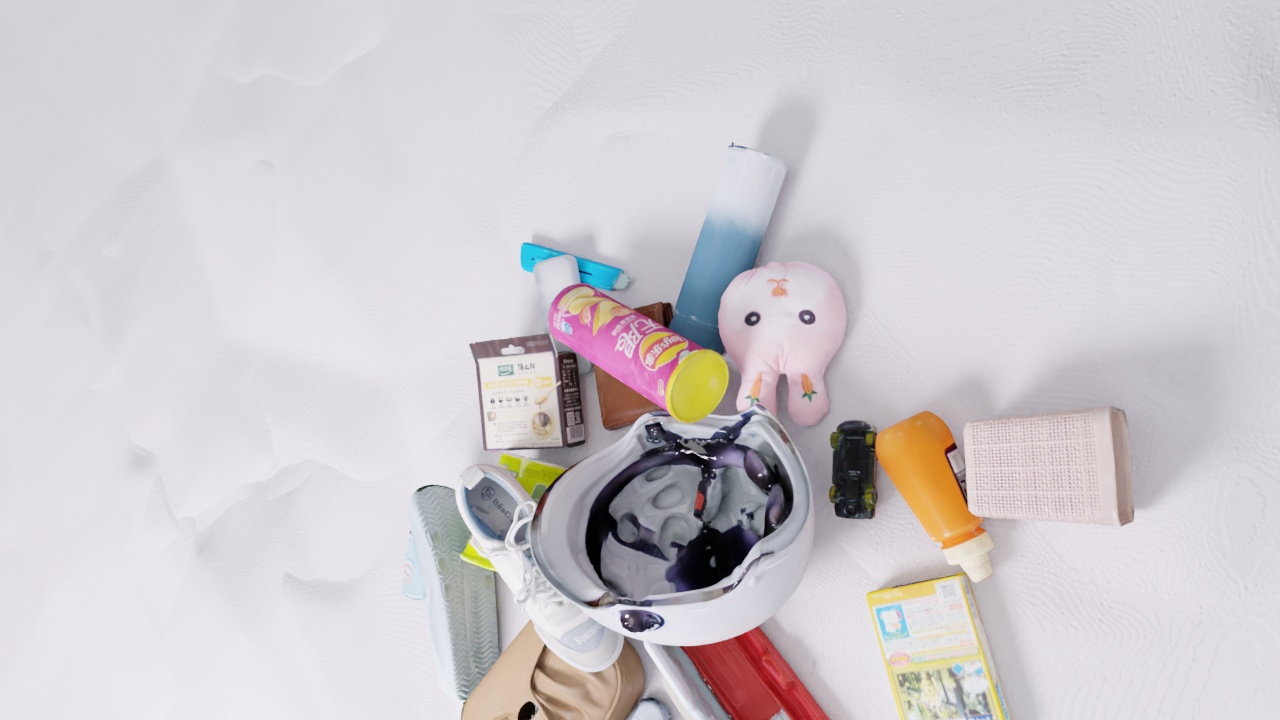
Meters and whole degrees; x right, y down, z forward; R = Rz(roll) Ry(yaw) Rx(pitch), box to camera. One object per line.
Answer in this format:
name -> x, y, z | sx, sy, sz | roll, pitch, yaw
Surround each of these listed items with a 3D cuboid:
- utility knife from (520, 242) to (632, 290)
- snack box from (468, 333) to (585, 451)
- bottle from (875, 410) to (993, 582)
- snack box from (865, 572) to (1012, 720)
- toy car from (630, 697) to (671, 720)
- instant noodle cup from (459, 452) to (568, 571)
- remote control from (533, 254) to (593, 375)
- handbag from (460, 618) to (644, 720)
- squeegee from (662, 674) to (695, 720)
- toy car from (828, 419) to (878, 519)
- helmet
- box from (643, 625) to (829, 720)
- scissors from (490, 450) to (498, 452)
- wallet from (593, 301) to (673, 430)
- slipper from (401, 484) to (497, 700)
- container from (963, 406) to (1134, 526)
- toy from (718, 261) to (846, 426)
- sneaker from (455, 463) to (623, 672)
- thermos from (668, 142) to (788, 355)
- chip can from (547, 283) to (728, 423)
utility knife -> -0.076, -0.105, 1.048 | 0.159, 0.018, 0.034 | 17, 93, 31
snack box -> -0.127, 0.037, 1.023 | 0.113, 0.053, 0.125 | -5, 90, 27
bottle -> 0.260, 0.120, 0.792 | 0.067, 0.066, 0.149 | -31, 77, 25
snack box -> 0.257, 0.261, 0.793 | 0.087, 0.033, 0.140 | -21, 72, 28
toy car -> -0.002, 0.389, 0.940 | 0.043, 0.034, 0.091 | 34, 101, 33
instant noodle cup -> -0.127, 0.167, 1.004 | 0.112, 0.111, 0.123 | 10, 82, 32
remote control -> -0.086, -0.049, 1.037 | 0.056, 0.020, 0.136 | -12, 88, 30
handbag -> -0.100, 0.358, 0.964 | 0.148, 0.099, 0.205 | 42, 100, 26
squeegee -> 0.031, 0.474, 0.907 | 0.247, 0.039, 0.246 | -48, 68, 21
toy car -> 0.199, 0.100, 0.845 | 0.042, 0.035, 0.090 | -2, 83, 30
helmet -> 0.043, 0.168, 0.852 | 0.259, 0.146, 0.228 | -16, 38, 16
box -> 0.091, 0.319, 0.850 | 0.095, 0.101, 0.201 | -49, 63, 19
scissors -> -0.165, 0.038, 1.091 | 0.084, 0.017, 0.137 | -19, 72, 30
wallet -> -0.006, 0.006, 0.987 | 0.101, 0.032, 0.124 | -16, 76, 33
slipper -> -0.222, 0.264, 1.054 | 0.074, 0.103, 0.245 | -13, 84, 32
container -> 0.327, 0.086, 0.737 | 0.111, 0.090, 0.090 | -6, 81, 34
toy -> 0.137, -0.015, 0.878 | 0.121, 0.054, 0.159 | -3, 91, 5
sneaker -> -0.098, 0.198, 0.902 | 0.089, 0.091, 0.242 | -37, 80, -12
thermos -> 0.082, -0.102, 0.923 | 0.070, 0.070, 0.220 | 23, 97, 32
chip can -> -0.009, -0.012, 0.905 | 0.211, 0.071, 0.071 | 31, 101, 46
